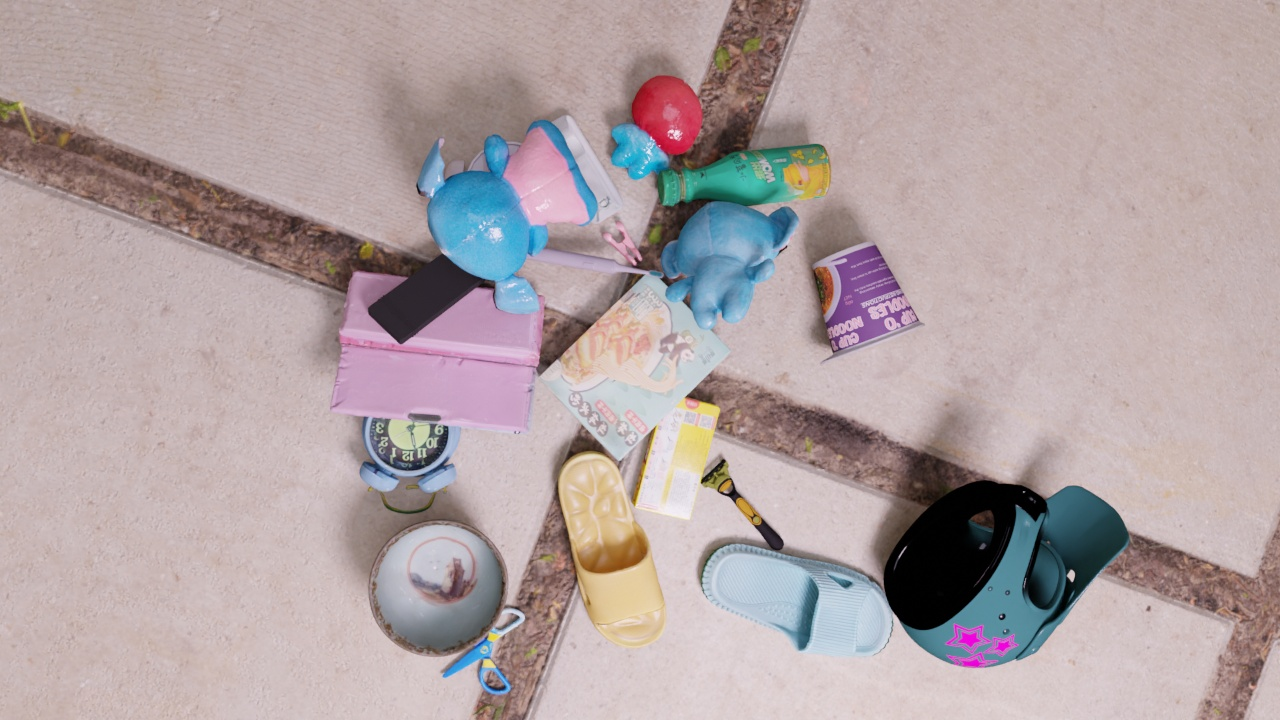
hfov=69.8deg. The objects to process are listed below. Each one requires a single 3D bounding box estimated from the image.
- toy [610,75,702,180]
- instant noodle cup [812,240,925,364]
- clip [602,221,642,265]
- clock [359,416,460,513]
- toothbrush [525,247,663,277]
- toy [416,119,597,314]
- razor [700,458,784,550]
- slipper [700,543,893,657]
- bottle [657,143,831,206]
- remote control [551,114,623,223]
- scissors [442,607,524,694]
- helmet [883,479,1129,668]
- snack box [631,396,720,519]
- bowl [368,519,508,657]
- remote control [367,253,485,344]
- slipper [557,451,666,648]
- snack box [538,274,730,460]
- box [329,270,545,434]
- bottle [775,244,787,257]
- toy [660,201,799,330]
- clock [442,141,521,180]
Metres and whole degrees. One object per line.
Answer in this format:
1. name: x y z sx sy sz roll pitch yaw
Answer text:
1. toy: 0.020 -0.282 1.122 0.092 0.062 0.133 40 104 -1
2. instant noodle cup: 0.268 -0.076 1.152 0.137 0.122 0.122 -21 87 2
3. clip: -0.025 -0.142 1.140 0.045 0.023 0.059 -15 94 -3
4. clock: -0.274 0.101 1.096 0.118 0.060 0.162 -1 91 -10
5. toothbrush: -0.065 -0.119 1.113 0.188 0.019 0.018 10 89 4
6. toy: -0.140 -0.164 1.032 0.191 0.099 0.224 -34 109 -13
7. razor: 0.138 0.193 1.189 0.044 0.021 0.144 -42 101 -4
8. slipper: 0.211 0.312 1.185 0.276 0.069 0.116 20 87 -9
9. bottle: 0.127 -0.224 1.134 0.209 0.068 0.068 -8 95 -8
10. remote control: -0.073 -0.234 1.125 0.050 0.022 0.133 -33 98 -5
11. scissors: -0.194 0.361 1.150 0.126 0.013 0.125 -36 100 -10
12. helmet: 0.452 0.264 1.148 0.200 0.176 0.275 24 114 -26
13. snack box: 0.045 0.121 1.166 0.075 0.025 0.152 15 92 -10
14. bowl: -0.237 0.259 1.095 0.160 0.094 0.160 -1 94 -9
15. remote control: -0.247 -0.078 1.070 0.058 0.013 0.133 43 62 11
16. slipper: -0.036 0.242 1.135 0.099 0.078 0.263 -17 96 -6
17. snack box: -0.007 0.007 1.129 0.193 0.044 0.141 -44 85 -5
18. box: -0.233 -0.012 1.072 0.232 0.040 0.178 6 67 -10
19. bottle: 0.135 -0.112 1.161 0.123 0.033 0.033 -38 98 -6
20. toy: 0.106 -0.106 1.091 0.184 0.115 0.180 -13 53 24
21. clock: -0.173 -0.194 1.092 0.159 0.061 0.120 -27 97 -8
